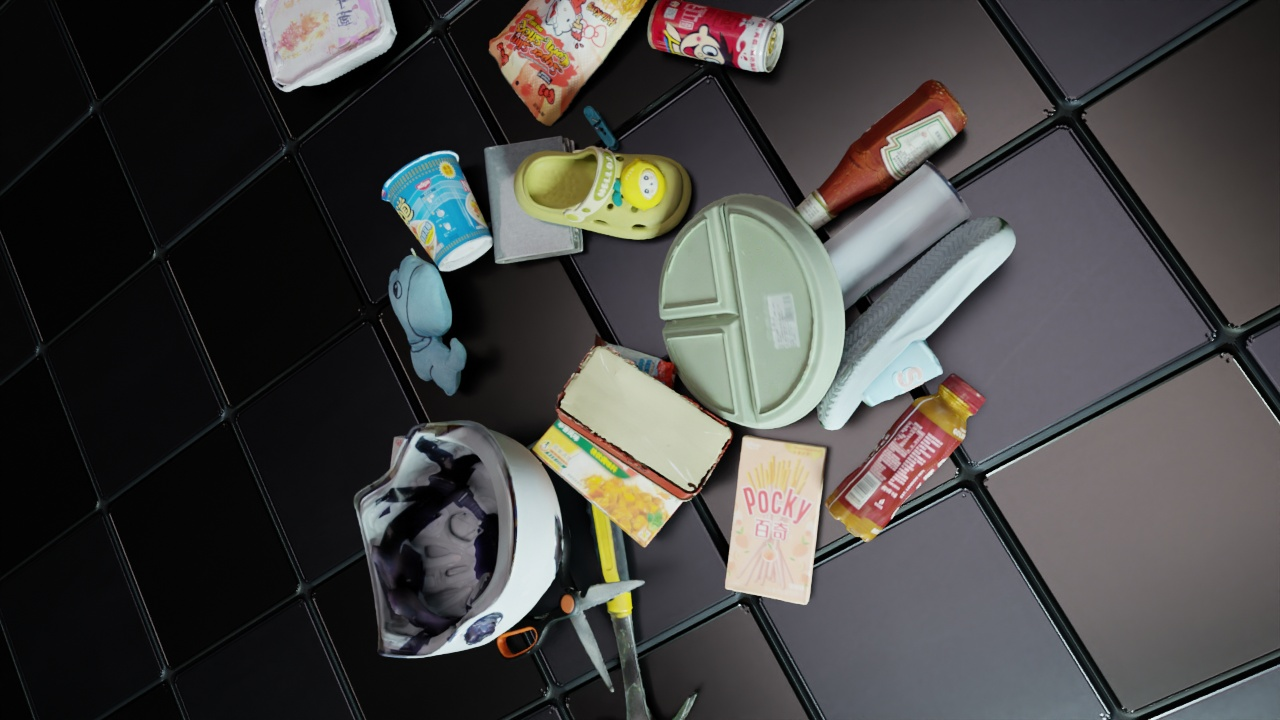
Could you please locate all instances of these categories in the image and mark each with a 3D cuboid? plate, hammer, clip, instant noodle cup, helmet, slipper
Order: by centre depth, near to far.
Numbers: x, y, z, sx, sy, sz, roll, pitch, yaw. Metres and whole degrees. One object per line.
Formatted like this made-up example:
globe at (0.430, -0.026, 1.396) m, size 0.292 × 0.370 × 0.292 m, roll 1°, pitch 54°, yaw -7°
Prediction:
slipper at (0.255, -0.028, 0.852) m, size 0.074 × 0.104 × 0.246 m, roll 39°, pitch 108°, yaw -10°
plate at (0.096, -0.044, 0.888) m, size 0.230 × 0.027 × 0.230 m, roll 17°, pitch 113°, yaw 46°
helmet at (-0.168, 0.183, 0.945) m, size 0.259 × 0.145 × 0.229 m, roll -41°, pitch 56°, yaw 26°
slipper at (-0.043, -0.179, 0.960) m, size 0.190 × 0.081 × 0.091 m, roll 6°, pitch 91°, yaw 4°
hammer at (-0.021, 0.247, 0.974) m, size 0.126 × 0.032 × 0.323 m, roll -13°, pitch 83°, yaw 19°
clip at (-0.043, -0.256, 1.012) m, size 0.014 × 0.046 × 0.057 m, roll -36°, pitch 80°, yaw 12°
instant noodle cup at (-0.223, -0.164, 1.040) m, size 0.099 × 0.099 × 0.110 m, roll -32°, pitch 86°, yaw 16°
instant noodle cup at (-0.376, -0.412, 1.121) m, size 0.174 × 0.060 × 0.138 m, roll -19°, pitch 81°, yaw 17°

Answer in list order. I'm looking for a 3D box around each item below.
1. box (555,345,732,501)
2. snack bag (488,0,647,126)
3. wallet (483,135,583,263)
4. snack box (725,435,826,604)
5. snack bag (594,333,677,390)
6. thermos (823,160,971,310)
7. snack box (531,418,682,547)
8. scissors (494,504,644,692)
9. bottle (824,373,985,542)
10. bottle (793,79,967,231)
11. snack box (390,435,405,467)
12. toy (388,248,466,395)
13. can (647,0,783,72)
box at (0.004, 0.060, 0.919) m, size 0.168 × 0.078 × 0.091 m, roll 33°, pitch 75°, yaw 4°
snack bag at (-0.073, -0.377, 1.014) m, size 0.208 × 0.073 × 0.128 m, roll -43°, pitch 75°, yaw 21°
wallet at (-0.116, -0.179, 1.025) m, size 0.106 × 0.037 × 0.129 m, roll -7°, pitch 86°, yaw 8°
snack box at (0.136, 0.158, 0.922) m, size 0.084 × 0.026 × 0.157 m, roll 6°, pitch 90°, yaw 20°
snack bag at (-0.006, 0.006, 0.977) m, size 0.104 × 0.026 × 0.048 m, roll 20°, pitch 134°, yaw 19°
thermos at (0.207, -0.092, 0.889) m, size 0.224 × 0.073 × 0.073 m, roll -39°, pitch 75°, yaw 15°
snack box at (-0.030, 0.115, 0.957) m, size 0.156 × 0.027 × 0.077 m, roll 39°, pitch 77°, yaw 6°
scissors at (-0.082, 0.246, 0.974) m, size 0.231 × 0.021 × 0.220 m, roll -29°, pitch 66°, yaw 34°
bottle at (0.251, 0.090, 0.866) m, size 0.057 × 0.057 × 0.175 m, roll 42°, pitch 101°, yaw 17°
bottle at (0.218, -0.184, 0.894) m, size 0.206 × 0.059 × 0.059 m, roll -39°, pitch 75°, yaw 18°
snack box at (-0.254, 0.170, 1.065) m, size 0.085 × 0.026 × 0.157 m, roll 7°, pitch 90°, yaw 20°
toy at (-0.245, -0.049, 1.051) m, size 0.161 × 0.049 × 0.156 m, roll 27°, pitch 118°, yaw 41°
can at (0.078, -0.338, 0.954) m, size 0.133 × 0.053 × 0.053 m, roll 20°, pitch 94°, yaw 20°
